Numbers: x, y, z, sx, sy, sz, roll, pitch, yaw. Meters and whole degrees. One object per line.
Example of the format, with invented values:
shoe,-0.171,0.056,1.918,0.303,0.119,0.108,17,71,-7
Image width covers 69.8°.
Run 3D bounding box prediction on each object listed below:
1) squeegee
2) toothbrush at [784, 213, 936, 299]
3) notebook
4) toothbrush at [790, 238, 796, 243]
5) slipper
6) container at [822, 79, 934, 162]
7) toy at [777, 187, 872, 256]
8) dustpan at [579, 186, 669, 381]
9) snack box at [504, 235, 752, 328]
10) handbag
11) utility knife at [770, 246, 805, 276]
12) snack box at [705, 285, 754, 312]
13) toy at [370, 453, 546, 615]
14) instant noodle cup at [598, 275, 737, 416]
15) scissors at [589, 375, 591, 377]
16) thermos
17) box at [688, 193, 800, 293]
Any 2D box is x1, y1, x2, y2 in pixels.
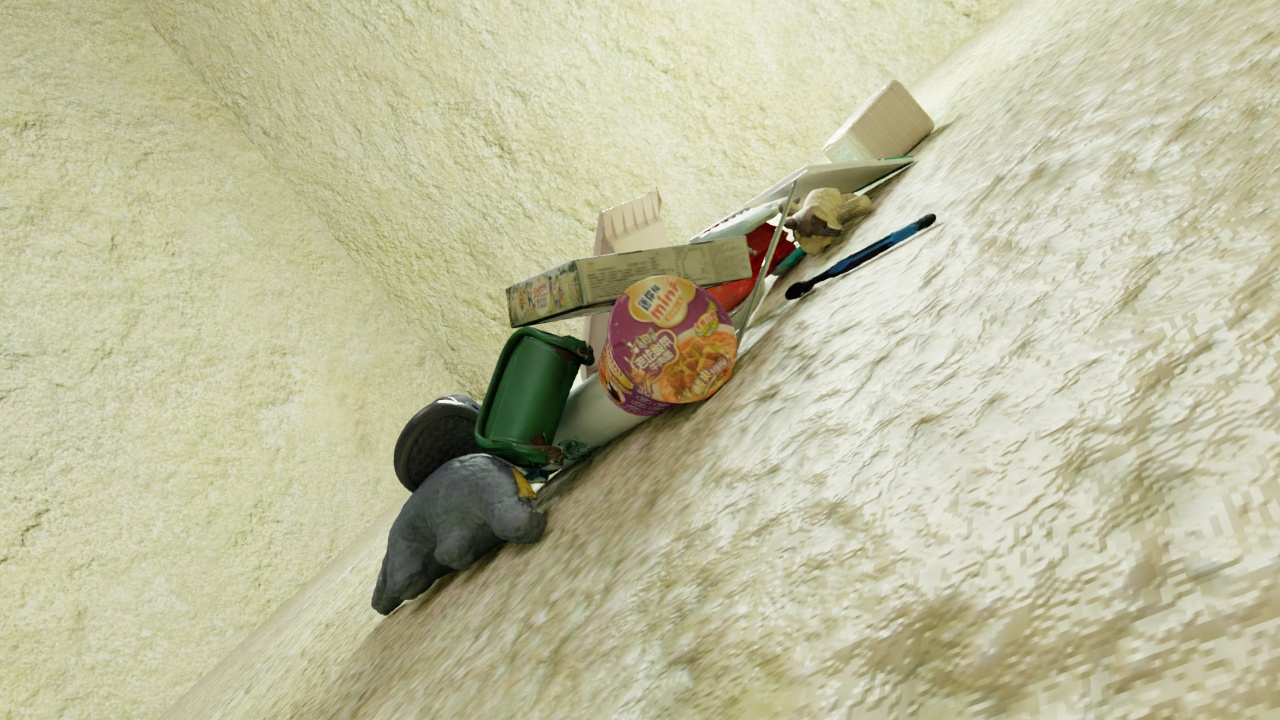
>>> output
squeegee,0.076,-0.034,0.960,0.247,0.039,0.245,-43,19,50
toothbrush,0.182,-0.085,0.778,0.016,0.014,0.190,-15,-8,-31
notebook,0.226,-0.218,1.172,0.150,0.012,0.209,-9,-4,-20
toothbrush,0.210,-0.165,1.248,0.189,0.017,0.014,-39,5,-6
slipper,-0.204,0.095,1.010,0.110,0.083,0.268,-46,-23,-3
container,0.321,-0.305,1.256,0.110,0.090,0.090,-44,6,-16
toy,0.208,-0.163,1.035,0.105,0.066,0.156,10,24,21
dustpan,-0.038,-0.095,1.336,0.139,0.273,0.222,-11,10,25
snack box,-0.017,-0.075,0.888,0.177,0.046,0.183,-12,2,-29
handbag,-0.096,0.038,0.877,0.120,0.068,0.131,5,72,56
utility knife,0.194,-0.132,1.091,0.029,0.013,0.160,-31,7,44
snack box,0.099,-0.100,1.161,0.091,0.082,0.080,-40,19,5
toy,-0.180,0.162,0.888,0.358,0.091,0.137,-36,34,45
instant noodle cup,0.014,-0.003,0.795,0.111,0.111,0.099,-42,-3,-26
scissors,-0.026,0.008,1.198,0.128,0.012,0.173,-53,22,2
thermos,-0.061,0.065,0.933,0.225,0.073,0.073,-35,7,48
box,0.131,-0.155,1.074,0.200,0.094,0.092,-36,-25,-58
